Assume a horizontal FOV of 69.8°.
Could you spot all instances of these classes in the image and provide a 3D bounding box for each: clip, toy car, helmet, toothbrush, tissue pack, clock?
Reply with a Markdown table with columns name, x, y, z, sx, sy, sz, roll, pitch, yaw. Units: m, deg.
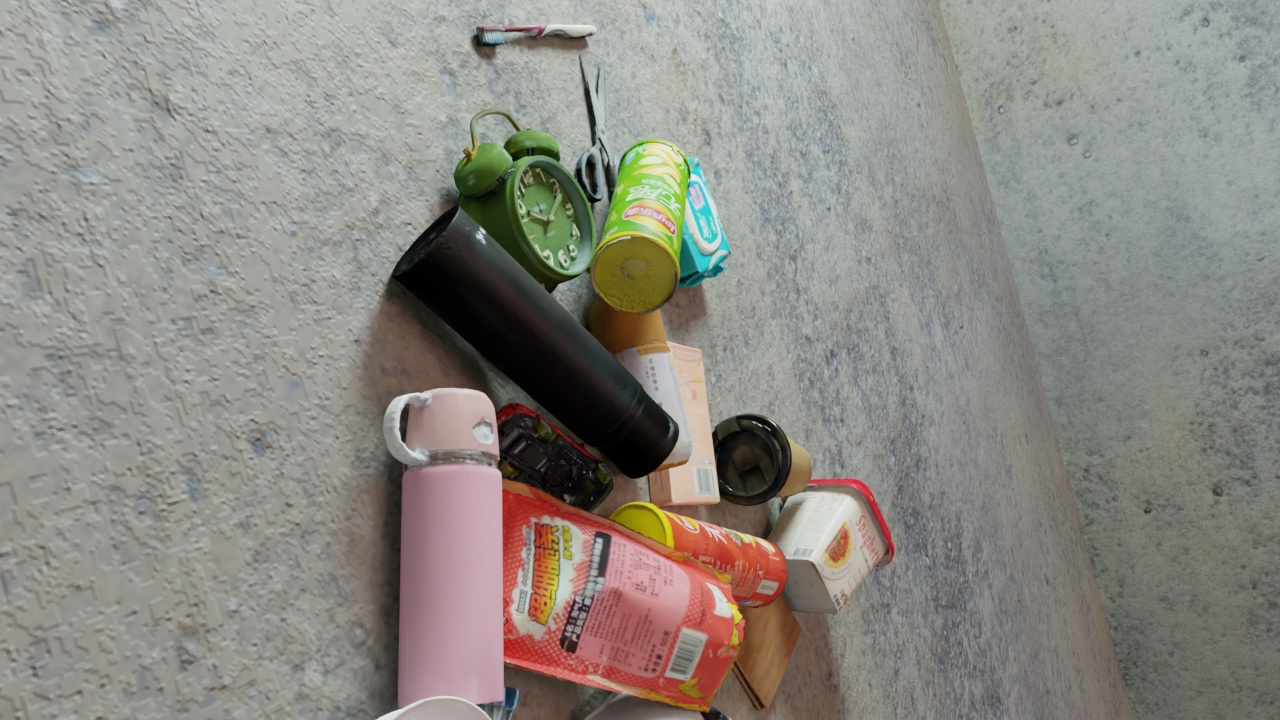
| name | x | y | z | sx | sy | sz | roll | pitch | yaw |
| --- | --- | --- | --- | --- | --- | --- | --- | --- | --- |
| clip | -0.100 | 0.249 | 0.617 | 0.038 | 0.026 | 0.058 | 36 | 53 | -54 |
| toy car | -0.070 | 0.076 | 0.702 | 0.120 | 0.053 | 0.045 | 45 | 5 | -36 |
| helmet | 0.036 | 0.360 | 0.660 | 0.229 | 0.146 | 0.257 | 61 | 35 | -21 |
| toothbrush | -0.091 | -0.304 | 0.855 | 0.187 | 0.016 | 0.017 | -32 | 112 | -56 |
| tissue pack | 0.046 | -0.144 | 0.962 | 0.093 | 0.050 | 0.133 | -38 | 109 | -56 |
| clock | -0.094 | -0.125 | 0.742 | 0.115 | 0.056 | 0.161 | -42 | 112 | -55 |

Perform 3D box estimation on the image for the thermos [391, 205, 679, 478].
| name | x | y | z | sx | sy | sz | roll | pitch | yaw |
| --- | --- | --- | --- | --- | --- | --- | --- | --- | --- |
| thermos | -0.075 | -0.008 | 0.693 | 0.068 | 0.090 | 0.242 | -46 | 115 | -2 |

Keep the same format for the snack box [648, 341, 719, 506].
| name | x | y | z | sx | sy | sz | roll | pitch | yaw |
| --- | --- | --- | --- | --- | --- | --- | --- | --- | --- |
| snack box | 0.036 | 0.062 | 0.888 | 0.084 | 0.026 | 0.157 | 12 | 67 | -53 |

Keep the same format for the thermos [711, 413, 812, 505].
| name | x | y | z | sx | sy | sz | roll | pitch | yaw |
| --- | --- | --- | --- | --- | --- | --- | --- | --- | --- |
| thermos | 0.129 | 0.107 | 0.958 | 0.143 | 0.093 | 0.093 | 20 | 61 | -60 |

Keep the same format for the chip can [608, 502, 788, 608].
| name | x | y | z | sx | sy | sz | roll | pitch | yaw |
| --- | --- | --- | --- | --- | --- | --- | --- | --- | --- |
| chip can | 0.055 | 0.180 | 0.828 | 0.216 | 0.073 | 0.073 | 25 | 57 | -49 |

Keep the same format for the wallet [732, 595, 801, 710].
| name | x | y | z | sx | sy | sz | roll | pitch | yaw |
| --- | --- | --- | --- | --- | --- | --- | --- | --- | --- |
| wallet | 0.122 | 0.280 | 0.939 | 0.101 | 0.020 | 0.115 | 59 | 39 | -20 |

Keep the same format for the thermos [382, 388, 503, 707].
| name | x | y | z | sx | sy | sz | roll | pitch | yaw |
| --- | --- | --- | --- | --- | --- | --- | --- | --- | --- |
| thermos | -0.128 | 0.117 | 0.587 | 0.087 | 0.067 | 0.198 | 19 | 63 | -54 |

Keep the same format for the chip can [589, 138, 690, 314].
| name | x | y | z | sx | sy | sz | roll | pitch | yaw |
| --- | --- | --- | --- | --- | --- | --- | --- | --- | --- |
| chip can | 0.005 | -0.126 | 0.806 | 0.072 | 0.073 | 0.220 | 55 | 23 | -27 |

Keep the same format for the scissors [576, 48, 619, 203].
| name | x | y | z | sx | sy | sz | roll | pitch | yaw |
| --- | --- | --- | --- | --- | --- | --- | --- | --- | --- |
| scissors | -0.040 | -0.221 | 0.900 | 0.165 | 0.014 | 0.162 | 62 | 35 | -21 |

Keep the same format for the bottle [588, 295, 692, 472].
| name | x | y | z | sx | sy | sz | roll | pitch | yaw |
| --- | --- | --- | --- | --- | --- | --- | --- | --- | --- |
| bottle | -0.005 | 0.005 | 0.811 | 0.067 | 0.068 | 0.189 | 0 | 75 | -56 |

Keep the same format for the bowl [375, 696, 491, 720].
| name | x | y | z | sx | sy | sz | roll | pitch | yaw |
| --- | --- | --- | --- | --- | --- | --- | --- | --- | --- |
| bowl | -0.138 | 0.247 | 0.516 | 0.118 | 0.065 | 0.118 | 10 | 76 | -49 |

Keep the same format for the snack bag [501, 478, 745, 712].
| name | x | y | z | sx | sy | sz | roll | pitch | yaw |
| --- | --- | --- | --- | --- | --- | --- | --- | --- | --- |
| snack bag | -0.027 | 0.178 | 0.675 | 0.207 | 0.073 | 0.128 | 22 | 63 | -18 |

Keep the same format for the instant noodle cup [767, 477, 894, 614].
| name | x | y | z | sx | sy | sz | roll | pitch | yaw |
| --- | --- | --- | --- | --- | --- | --- | --- | --- | --- |
| instant noodle cup | 0.197 | 0.205 | 1.004 | 0.123 | 0.117 | 0.116 | -43 | 113 | -40 |
